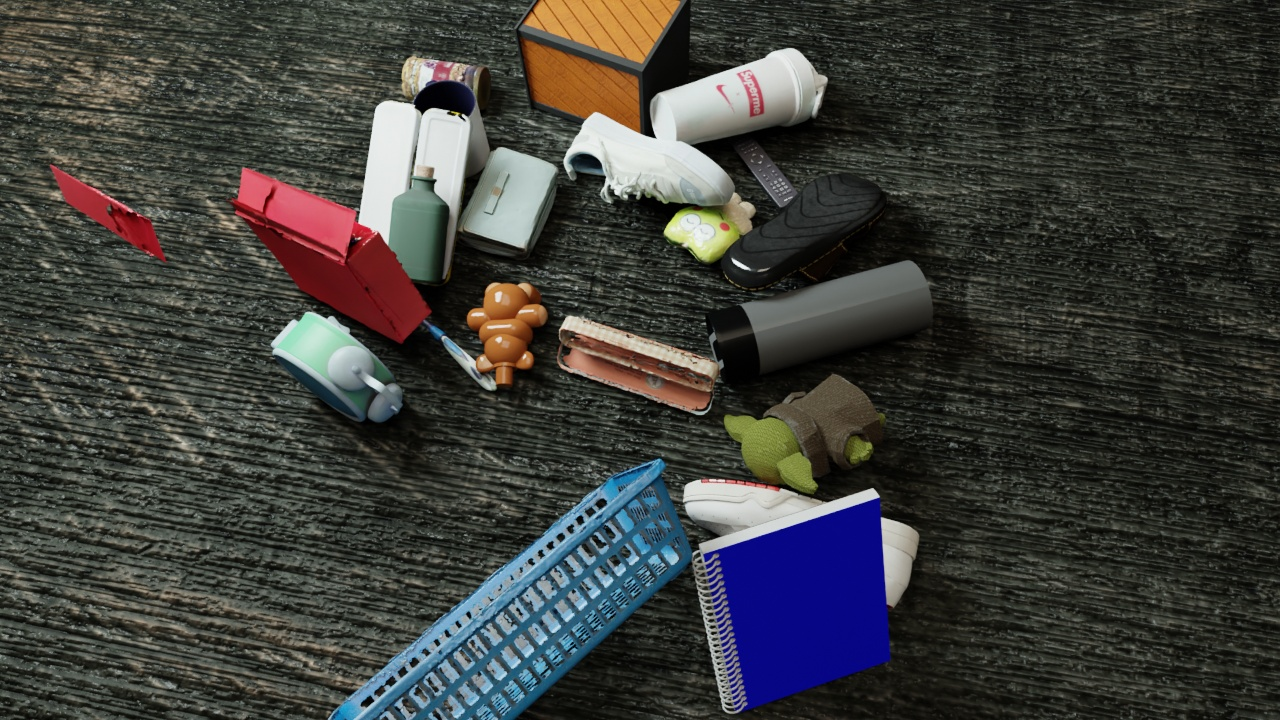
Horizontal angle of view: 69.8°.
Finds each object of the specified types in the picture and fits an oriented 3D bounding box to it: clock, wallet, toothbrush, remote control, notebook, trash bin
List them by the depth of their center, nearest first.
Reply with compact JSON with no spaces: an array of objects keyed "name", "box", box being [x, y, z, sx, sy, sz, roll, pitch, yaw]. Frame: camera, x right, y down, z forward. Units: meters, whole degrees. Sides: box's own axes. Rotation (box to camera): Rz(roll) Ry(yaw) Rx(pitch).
[{"name":"notebook","box":[0.142,0.226,0.840,0.171,0.209,0.022,-16,31,-6]},{"name":"clock","box":[-0.315,0.011,0.991,0.162,0.122,0.075,22,66,33]},{"name":"toothbrush","box":[-0.230,-0.026,1.071,0.016,0.017,0.189,-42,69,-18]},{"name":"wallet","box":[-0.165,-0.193,1.137,0.100,0.054,0.131,13,70,9]},{"name":"remote control","box":[0.154,-0.243,1.166,0.032,0.015,0.136,-26,63,-11]},{"name":"trash bin","box":[-0.044,-0.394,1.178,0.172,0.140,0.139,23,66,13]}]

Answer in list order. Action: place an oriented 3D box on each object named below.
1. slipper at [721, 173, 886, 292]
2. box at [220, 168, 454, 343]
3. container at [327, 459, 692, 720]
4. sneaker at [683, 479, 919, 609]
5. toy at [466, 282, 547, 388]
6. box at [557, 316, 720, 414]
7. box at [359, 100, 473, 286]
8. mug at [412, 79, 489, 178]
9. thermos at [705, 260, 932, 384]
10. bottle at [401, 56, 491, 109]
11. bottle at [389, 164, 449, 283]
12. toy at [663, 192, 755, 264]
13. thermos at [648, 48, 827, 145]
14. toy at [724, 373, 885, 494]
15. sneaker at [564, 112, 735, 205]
[{"name":"slipper","box":[0.195,-0.143,1.079,0.113,0.076,0.267,31,52,31]},{"name":"box","box":[-0.339,-0.113,1.018,0.215,0.164,0.153,23,108,33]},{"name":"container","box":[-0.113,0.242,0.822,0.361,0.257,0.089,-39,89,-15]},{"name":"sneaker","box":[0.150,0.193,0.919,0.237,0.090,0.104,15,73,6]},{"name":"toy","box":[-0.151,-0.030,1.055,0.095,0.065,0.127,-4,72,9]},{"name":"box","box":[-0.005,0.005,1.020,0.187,0.083,0.042,18,54,13]},{"name":"box","box":[-0.274,-0.199,1.098,0.130,0.036,0.210,12,98,10]},{"name":"mug","box":[-0.245,-0.303,1.164,0.078,0.097,0.112,-25,65,-10]},{"name":"thermos","box":[0.196,-0.043,1.028,0.240,0.082,0.082,-15,64,-5]},{"name":"bottle","box":[-0.258,-0.368,1.220,0.105,0.056,0.056,9,64,7]},{"name":"bottle","box":[-0.254,-0.157,1.055,0.061,0.061,0.131,7,98,-3]},{"name":"toy","box":[0.090,-0.165,1.114,0.092,0.046,0.115,36,62,27]},{"name":"thermos","box":[0.126,-0.323,1.152,0.220,0.099,0.099,-20,64,-17]},{"name":"toy","box":[0.179,0.078,0.959,0.152,0.078,0.179,-25,27,-13]},{"name":"sneaker","box":[0.003,-0.222,1.114,0.242,0.089,0.090,30,80,33]}]
